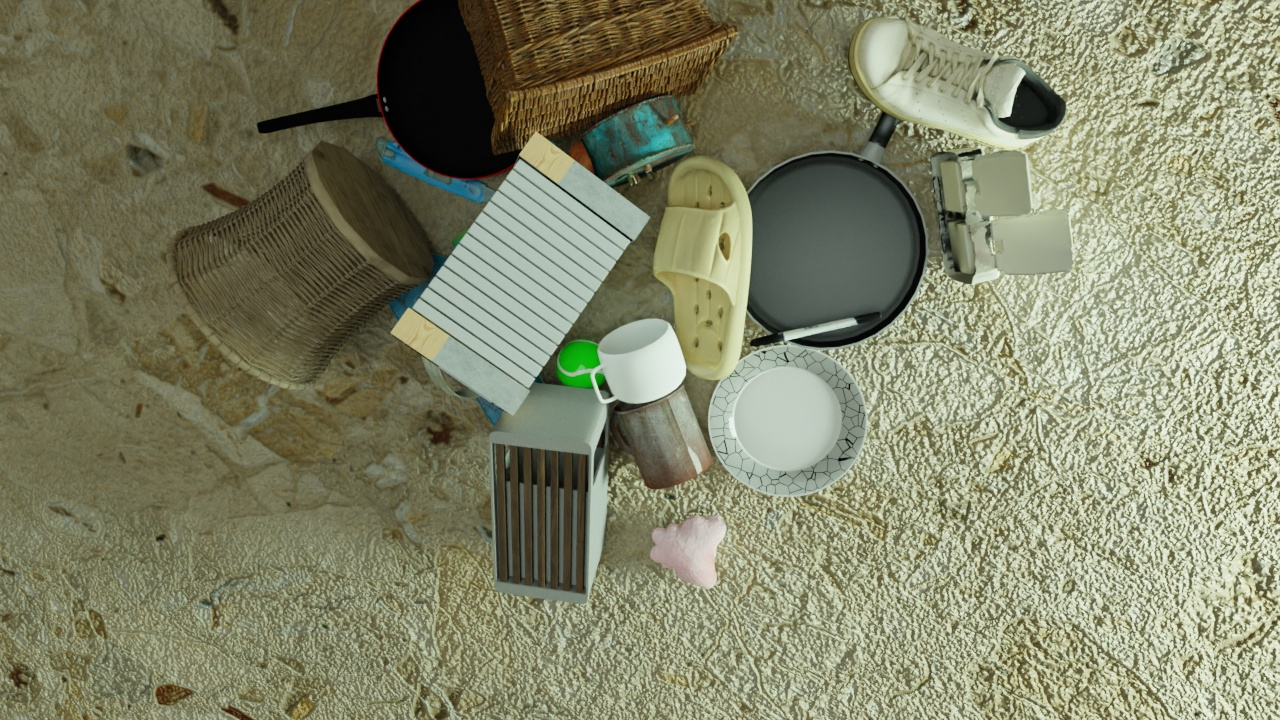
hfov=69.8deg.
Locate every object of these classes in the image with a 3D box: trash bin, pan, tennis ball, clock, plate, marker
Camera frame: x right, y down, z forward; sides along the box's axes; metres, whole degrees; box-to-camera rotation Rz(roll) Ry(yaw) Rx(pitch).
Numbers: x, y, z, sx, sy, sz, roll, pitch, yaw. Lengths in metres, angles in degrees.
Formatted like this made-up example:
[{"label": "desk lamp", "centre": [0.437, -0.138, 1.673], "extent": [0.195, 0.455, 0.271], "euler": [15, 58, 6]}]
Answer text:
[{"label": "trash bin", "centre": [-0.131, -0.086, 0.976], "extent": [0.142, 0.142, 0.246], "euler": [35, 82, -11]}, {"label": "pan", "centre": [0.238, -0.183, 1.039], "extent": [0.225, 0.034, 0.357], "euler": [24, 104, 2]}, {"label": "trash bin", "centre": [-0.105, 0.157, 1.091], "extent": [0.114, 0.114, 0.229], "euler": [6, 118, 6]}, {"label": "tennis ball", "centre": [-0.070, 0.006, 1.108], "extent": [0.065, 0.065, 0.065], "euler": [2, 102, 7]}, {"label": "pan", "centre": [-0.270, -0.304, 1.068], "extent": [0.356, 0.067, 0.209], "euler": [-9, 101, 10]}, {"label": "clock", "centre": [-0.018, -0.229, 1.024], "extent": [0.158, 0.121, 0.073], "euler": [-21, 94, 18]}, {"label": "plate", "centre": [0.177, 0.073, 1.112], "extent": [0.189, 0.016, 0.189], "euler": [2, 102, 8]}, {"label": "marker", "centre": [0.201, -0.035, 1.056], "extent": [0.152, 0.011, 0.011], "euler": [-12, 100, 10]}]

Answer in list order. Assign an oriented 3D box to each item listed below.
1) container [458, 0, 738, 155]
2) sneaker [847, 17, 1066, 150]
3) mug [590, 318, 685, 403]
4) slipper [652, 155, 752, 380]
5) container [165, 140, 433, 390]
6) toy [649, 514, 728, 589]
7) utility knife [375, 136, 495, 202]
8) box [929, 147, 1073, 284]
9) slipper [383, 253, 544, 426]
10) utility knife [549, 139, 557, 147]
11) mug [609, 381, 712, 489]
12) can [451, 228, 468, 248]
[{"label": "container", "centre": [-0.064, -0.351, 0.950], "extent": [0.249, 0.162, 0.183], "euler": [-22, 90, -15]}, {"label": "sneaker", "centre": [0.331, -0.281, 0.941], "extent": [0.241, 0.102, 0.089], "euler": [18, 97, -15]}, {"label": "mug", "centre": [-0.006, 0.006, 1.065], "extent": [0.115, 0.094, 0.068], "euler": [-31, 116, -23]}, {"label": "slipper", "centre": [0.066, -0.098, 1.043], "extent": [0.111, 0.079, 0.262], "euler": [9, 110, 35]}, {"label": "container", "centre": [-0.374, -0.113, 1.043], "extent": [0.196, 0.226, 0.227], "euler": [-34, 95, 12]}, {"label": "toy", "centre": [0.059, 0.237, 1.147], "extent": [0.093, 0.050, 0.102], "euler": [7, 106, 3]}, {"label": "utility knife", "centre": [-0.234, -0.221, 1.109], "extent": [0.196, 0.015, 0.031], "euler": [22, 109, 1]}, {"label": "box", "centre": [0.365, -0.152, 0.960], "extent": [0.065, 0.186, 0.145], "euler": [-16, 104, -17]}, {"label": "slipper", "centre": [-0.206, -0.011, 1.128], "extent": [0.118, 0.060, 0.295], "euler": [-36, 95, 10]}, {"label": "utility knife", "centre": [-0.100, -0.232, 1.054], "extent": [0.022, 0.015, 0.118], "euler": [-49, 137, -19]}, {"label": "mug", "centre": [0.016, 0.093, 1.110], "extent": [0.123, 0.096, 0.110], "euler": [-14, 97, 42]}, {"label": "can", "centre": [-0.155, -0.097, 1.088], "extent": [0.083, 0.083, 0.144], "euler": [-29, 97, 13]}]
